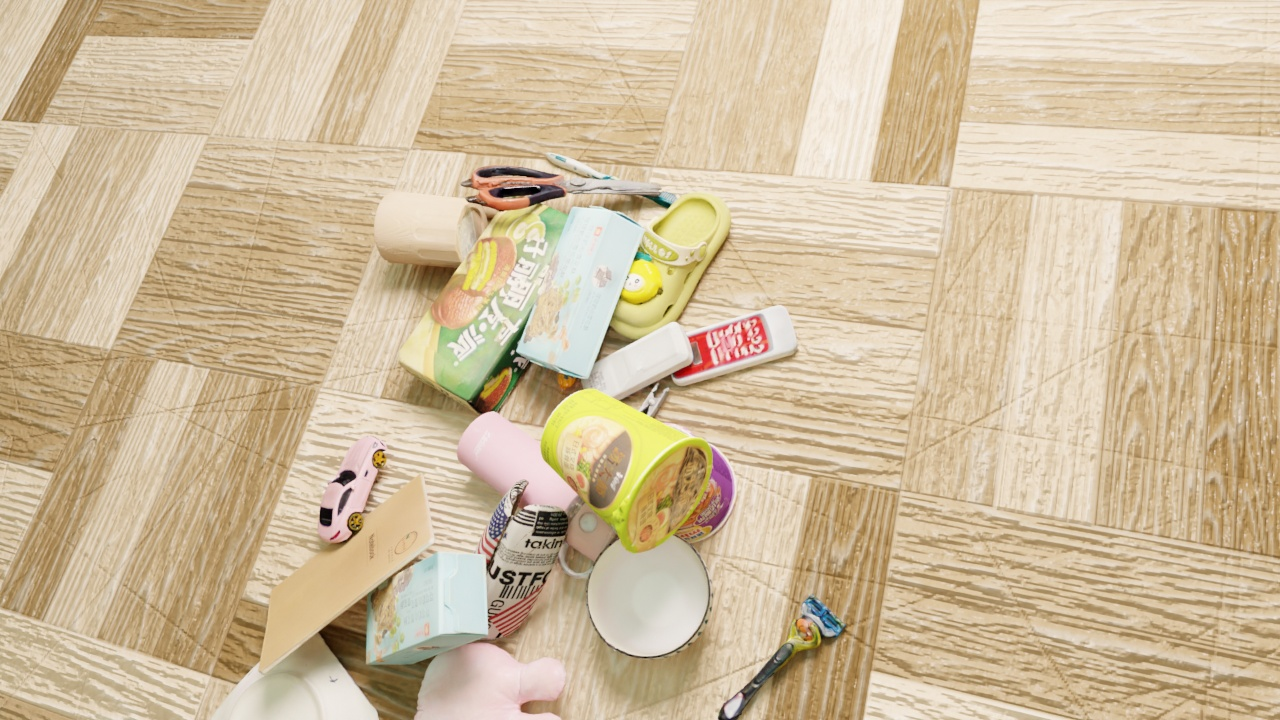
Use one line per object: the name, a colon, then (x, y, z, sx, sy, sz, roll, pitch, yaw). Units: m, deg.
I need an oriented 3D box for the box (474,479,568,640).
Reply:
box: (-0.137, 0.189, 0.889, 0.087, 0.076, 0.163, 47, 121, 42)

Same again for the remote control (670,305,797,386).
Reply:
remote control: (0.093, -0.016, 0.956, 0.136, 0.020, 0.055, -16, 64, 10)

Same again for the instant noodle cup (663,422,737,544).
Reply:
instant noodle cup: (0.030, 0.114, 0.878, 0.112, 0.099, 0.111, -6, 69, 14)

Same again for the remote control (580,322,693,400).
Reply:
remote control: (-0.006, 0.006, 0.963, 0.125, 0.024, 0.049, -29, 61, 19)

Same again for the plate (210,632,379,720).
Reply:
plate: (-0.359, 0.372, 0.921, 0.164, 0.034, 0.163, 40, 83, 25)

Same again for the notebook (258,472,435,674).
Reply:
notebook: (-0.299, 0.211, 0.936, 0.207, 0.008, 0.148, -38, 26, -1)

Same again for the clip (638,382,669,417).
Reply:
clip: (0.009, 0.048, 0.952, 0.038, 0.026, 0.058, 30, 73, 16)

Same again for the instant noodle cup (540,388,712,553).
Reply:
instant noodle cup: (-0.020, 0.087, 0.795, 0.123, 0.112, 0.111, 32, 79, 33)

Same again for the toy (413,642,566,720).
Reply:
toy: (-0.140, 0.328, 0.862, 0.160, 0.054, 0.121, -6, 68, 21)

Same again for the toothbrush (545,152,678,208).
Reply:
toothbrush: (-0.035, -0.214, 1.079, 0.192, 0.016, 0.018, 26, 67, 24)

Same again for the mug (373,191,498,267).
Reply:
mug: (-0.234, -0.159, 1.075, 0.104, 0.084, 0.124, 8, 32, 17)

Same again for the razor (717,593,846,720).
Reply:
razor: (0.121, 0.274, 0.828, 0.142, 0.022, 0.042, -44, 62, -4)

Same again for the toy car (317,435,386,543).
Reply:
toy car: (-0.316, 0.138, 0.994, 0.056, 0.037, 0.122, -1, 65, 42)

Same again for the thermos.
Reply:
thermos: (-0.100, 0.137, 0.926, 0.199, 0.067, 0.087, 33, 87, 24)

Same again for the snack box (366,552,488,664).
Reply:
snack box: (-0.206, 0.238, 0.870, 0.175, 0.051, 0.074, -34, 53, 45)

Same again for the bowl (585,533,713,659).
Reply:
bowl: (0.013, 0.221, 0.856, 0.116, 0.066, 0.116, -5, 67, 13)

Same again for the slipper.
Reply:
slipper: (0.023, -0.115, 0.986, 0.092, 0.081, 0.190, 30, 76, 27)

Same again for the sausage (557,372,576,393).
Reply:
sausage: (-0.061, -0.040, 1.010, 0.021, 0.021, 0.165, 11, 72, 20)

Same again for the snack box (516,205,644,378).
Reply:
snack box: (-0.063, -0.073, 0.960, 0.074, 0.051, 0.175, 18, 87, 51)

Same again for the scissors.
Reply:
scissors: (-0.086, -0.188, 1.027, 0.209, 0.015, 0.184, 26, 45, 25)

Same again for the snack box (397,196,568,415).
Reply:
snack box: (-0.154, -0.064, 1.023, 0.114, 0.063, 0.239, 27, 77, 26)
